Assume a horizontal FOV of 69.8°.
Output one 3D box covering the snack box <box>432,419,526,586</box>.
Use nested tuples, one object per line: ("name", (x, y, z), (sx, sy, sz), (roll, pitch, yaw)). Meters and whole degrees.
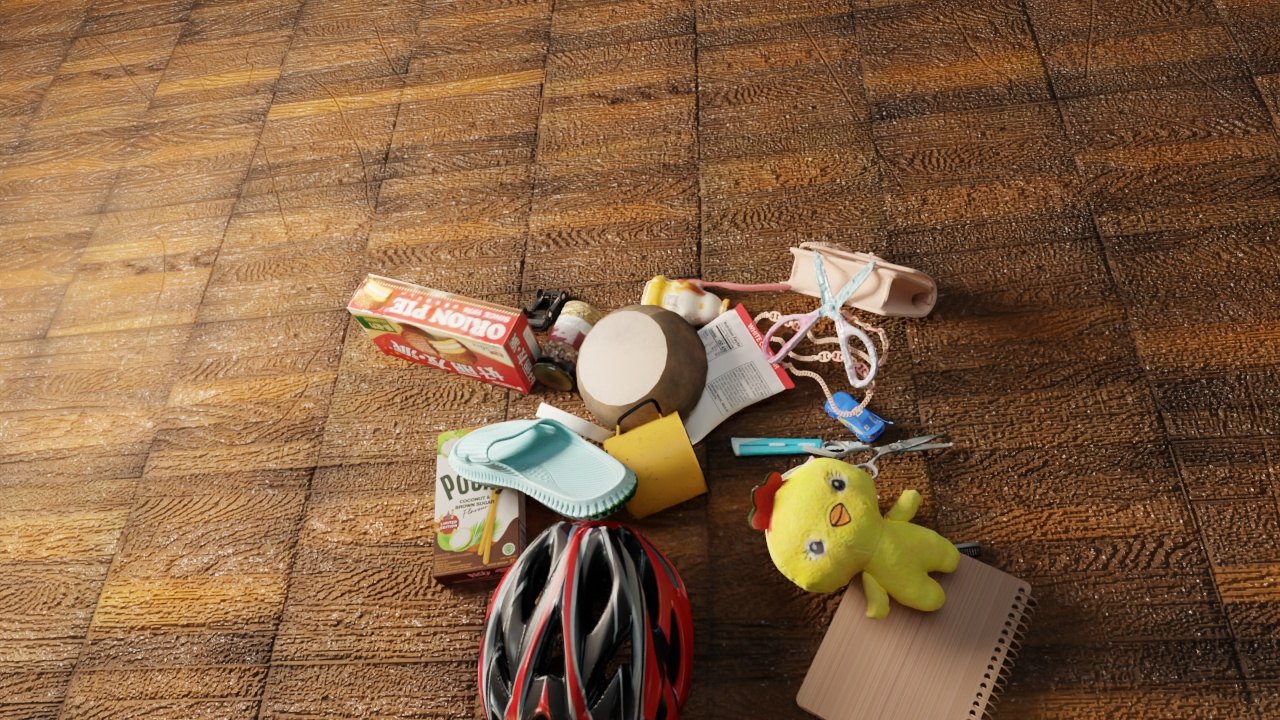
("snack box", (-0.189, 0.166, 1.085), (0.101, 0.032, 0.185), (-10, 56, 6))

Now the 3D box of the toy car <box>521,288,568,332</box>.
("toy car", (-0.127, -0.064, 1.210), (0.040, 0.037, 0.092), (5, 33, 17))

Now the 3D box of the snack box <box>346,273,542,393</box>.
("snack box", (-0.247, -0.035, 1.179), (0.236, 0.113, 0.060), (14, 63, 20))

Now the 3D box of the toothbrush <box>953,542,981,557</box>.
("toothbrush", (0.274, 0.209, 0.967), (0.167, 0.013, 0.013), (-9, 64, 7))

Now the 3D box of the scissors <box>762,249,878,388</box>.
("scissors", (0.218, -0.038, 1.042), (0.171, 0.013, 0.175), (-47, 60, 22))

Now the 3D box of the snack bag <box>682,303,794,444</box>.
("snack bag", (0.091, 0.016, 1.109), (0.144, 0.039, 0.130), (-32, 63, 5))

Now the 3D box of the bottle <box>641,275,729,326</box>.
("bottle", (0.058, -0.070, 1.165), (0.109, 0.063, 0.063), (11, 60, 9))

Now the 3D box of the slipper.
("slipper", (-0.113, 0.101, 0.998), (0.115, 0.069, 0.277), (-30, 30, -35))

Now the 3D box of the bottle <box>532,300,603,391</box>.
("bottle", (-0.091, -0.019, 1.169), (0.056, 0.056, 0.105), (14, 62, 20))

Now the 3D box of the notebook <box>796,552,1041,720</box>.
("notebook", (0.275, 0.283, 0.904), (0.169, 0.022, 0.210), (23, 68, 23))

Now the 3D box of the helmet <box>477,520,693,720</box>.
("helmet", (-0.060, 0.292, 0.914), (0.218, 0.167, 0.271), (2, 70, 17))

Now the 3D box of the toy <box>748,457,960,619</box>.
("toy", (0.206, 0.174, 0.900), (0.208, 0.092, 0.133), (21, 70, 13))

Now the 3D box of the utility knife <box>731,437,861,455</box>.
("utility knife", (0.180, 0.097, 1.060), (0.149, 0.015, 0.022), (-3, 60, 7))

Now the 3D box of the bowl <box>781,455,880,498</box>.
("bowl", (0.191, 0.173, 0.985), (0.115, 0.051, 0.114), (-6, 57, 9))

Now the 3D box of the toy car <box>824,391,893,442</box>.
("toy car", (0.250, 0.058, 1.040), (0.033, 0.062, 0.092), (-40, 58, -14))

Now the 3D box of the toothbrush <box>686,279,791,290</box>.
("toothbrush", (0.117, -0.091, 1.145), (0.185, 0.015, 0.015), (6, 56, 50))

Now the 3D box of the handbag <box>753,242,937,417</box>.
("handbag", (0.238, -0.043, 1.113), (0.199, 0.116, 0.187), (22, 101, 40))

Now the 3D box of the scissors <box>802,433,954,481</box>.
("scissors", (0.264, 0.094, 1.015), (0.121, 0.014, 0.159), (28, 39, 35))

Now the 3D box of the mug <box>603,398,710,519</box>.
("mug", (0.012, 0.108, 1.028), (0.094, 0.100, 0.124), (-22, 97, 0))

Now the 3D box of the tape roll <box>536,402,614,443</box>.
("tape roll", (-0.077, 0.075, 1.082), (0.094, 0.094, 0.018), (20, 83, 23))

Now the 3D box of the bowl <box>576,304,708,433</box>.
("bowl", (-0.007, 0.006, 1.094), (0.162, 0.070, 0.162), (-8, 71, 24))
